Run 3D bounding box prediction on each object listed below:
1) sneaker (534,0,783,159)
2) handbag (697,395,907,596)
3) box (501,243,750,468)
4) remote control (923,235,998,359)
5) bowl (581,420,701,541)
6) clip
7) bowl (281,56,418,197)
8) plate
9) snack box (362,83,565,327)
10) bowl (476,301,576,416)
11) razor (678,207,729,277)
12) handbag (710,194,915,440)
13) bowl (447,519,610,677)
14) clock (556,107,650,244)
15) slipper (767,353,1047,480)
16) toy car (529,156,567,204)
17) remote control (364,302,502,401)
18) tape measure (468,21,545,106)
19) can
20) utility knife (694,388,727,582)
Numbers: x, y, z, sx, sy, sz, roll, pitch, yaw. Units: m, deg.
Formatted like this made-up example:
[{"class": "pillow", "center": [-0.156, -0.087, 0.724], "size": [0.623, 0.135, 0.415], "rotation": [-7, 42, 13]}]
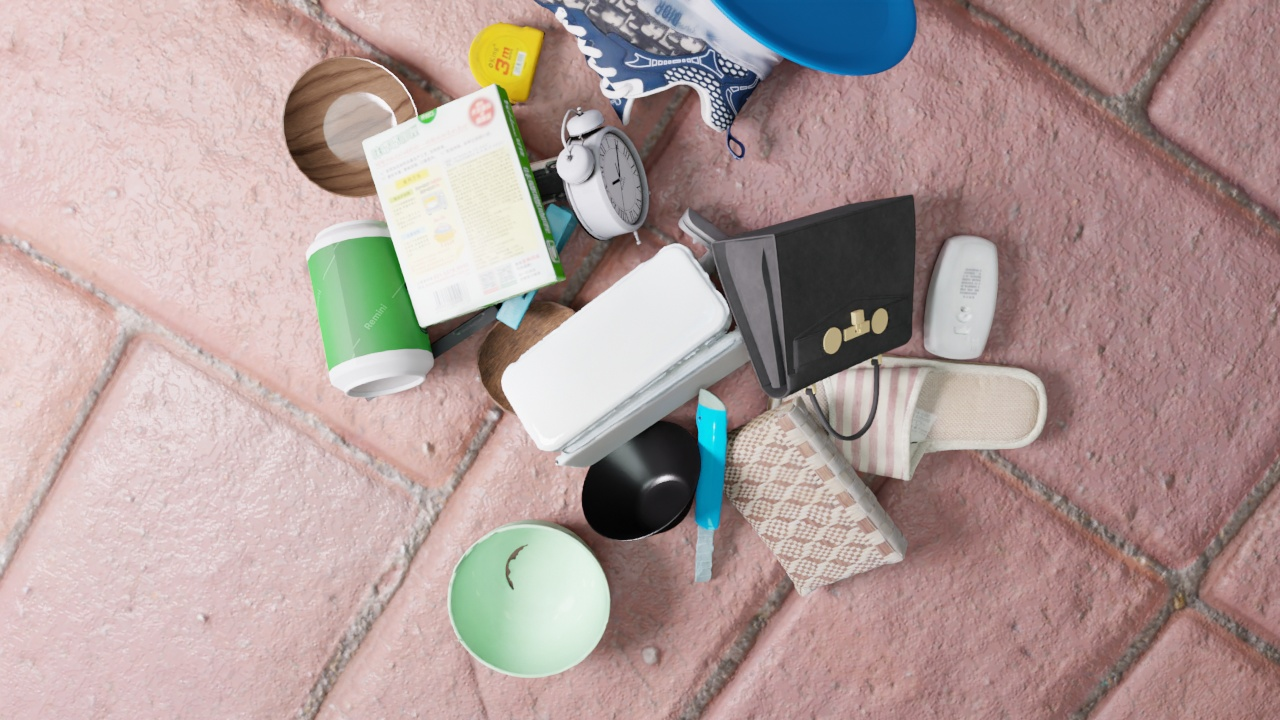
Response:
[{"class": "sneaker", "center": [-0.010, -0.270, 0.774], "size": [0.269, 0.103, 0.132], "rotation": [20, 106, -8]}, {"class": "handbag", "center": [0.148, 0.127, 0.856], "size": [0.124, 0.046, 0.186], "rotation": [-31, 102, 37]}, {"class": "box", "center": [-0.012, 0.001, 0.820], "size": [0.210, 0.129, 0.105], "rotation": [-34, 71, 5]}, {"class": "remote control", "center": [0.296, -0.058, 0.847], "size": [0.060, 0.028, 0.114], "rotation": [3, 101, -1]}, {"class": "bowl", "center": [0.011, 0.123, 0.855], "size": [0.124, 0.124, 0.052], "rotation": [-35, 132, 6]}, {"class": "clip", "center": [-0.084, -0.098, 0.818], "size": [0.033, 0.120, 0.123], "rotation": [27, 131, -5]}, {"class": "bowl", "center": [-0.251, -0.205, 0.811], "size": [0.119, 0.032, 0.119], "rotation": [0, 101, -1]}, {"class": "plate", "center": [0.122, -0.311, 0.738], "size": [0.224, 0.024, 0.224], "rotation": [11, 60, -20]}, {"class": "snack box", "center": [-0.148, -0.126, 0.767], "size": [0.132, 0.027, 0.168], "rotation": [-17, 90, 17]}, {"class": "bowl", "center": [-0.095, -0.002, 0.855], "size": [0.114, 0.026, 0.102], "rotation": [-38, 100, 7]}, {"class": "razor", "center": [0.045, -0.067, 0.840], "size": [0.088, 0.047, 0.116], "rotation": [35, 106, -7]}, {"class": "handbag", "center": [0.165, -0.025, 0.783], "size": [0.175, 0.072, 0.196], "rotation": [-20, 103, -35]}, {"class": "bowl", "center": [-0.102, 0.215, 0.872], "size": [0.151, 0.077, 0.151], "rotation": [0, 101, -1]}, {"class": "clock", "center": [-0.033, -0.160, 0.781], "size": [0.035, 0.094, 0.122], "rotation": [-9, 142, 26]}, {"class": "slipper", "center": [0.252, 0.052, 0.857], "size": [0.263, 0.052, 0.115], "rotation": [-2, 100, 0]}, {"class": "toy car", "center": [-0.101, -0.158, 0.819], "size": [0.113, 0.039, 0.039], "rotation": [-14, 127, 3]}, {"class": "remote control", "center": [-0.191, -0.010, 0.848], "size": [0.150, 0.034, 0.013], "rotation": [-32, 100, 5]}, {"class": "tape measure", "center": [-0.120, -0.261, 0.803], "size": [0.059, 0.030, 0.068], "rotation": [15, 98, -4]}, {"class": "can", "center": [-0.235, -0.044, 0.797], "size": [0.088, 0.088, 0.139], "rotation": [-15, 80, 2]}, {"class": "utility knife", "center": [0.062, 0.124, 0.859], "size": [0.031, 0.015, 0.221], "rotation": [16, 120, 24]}]
